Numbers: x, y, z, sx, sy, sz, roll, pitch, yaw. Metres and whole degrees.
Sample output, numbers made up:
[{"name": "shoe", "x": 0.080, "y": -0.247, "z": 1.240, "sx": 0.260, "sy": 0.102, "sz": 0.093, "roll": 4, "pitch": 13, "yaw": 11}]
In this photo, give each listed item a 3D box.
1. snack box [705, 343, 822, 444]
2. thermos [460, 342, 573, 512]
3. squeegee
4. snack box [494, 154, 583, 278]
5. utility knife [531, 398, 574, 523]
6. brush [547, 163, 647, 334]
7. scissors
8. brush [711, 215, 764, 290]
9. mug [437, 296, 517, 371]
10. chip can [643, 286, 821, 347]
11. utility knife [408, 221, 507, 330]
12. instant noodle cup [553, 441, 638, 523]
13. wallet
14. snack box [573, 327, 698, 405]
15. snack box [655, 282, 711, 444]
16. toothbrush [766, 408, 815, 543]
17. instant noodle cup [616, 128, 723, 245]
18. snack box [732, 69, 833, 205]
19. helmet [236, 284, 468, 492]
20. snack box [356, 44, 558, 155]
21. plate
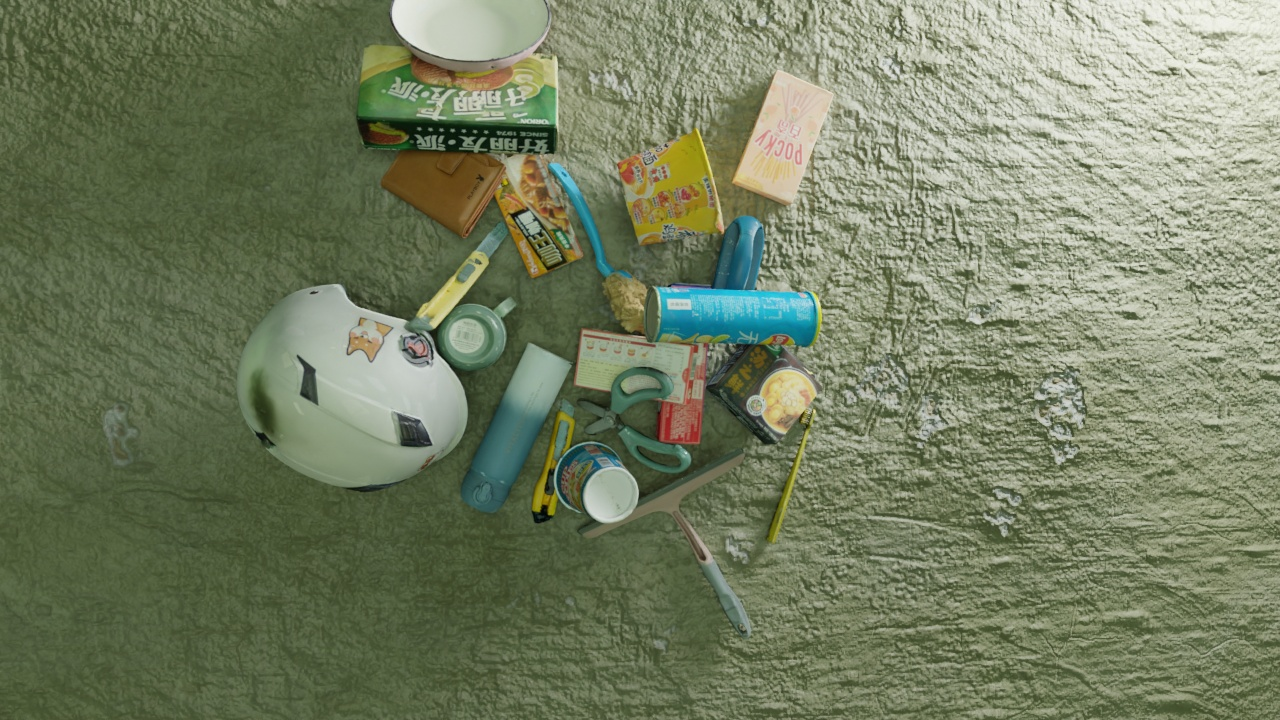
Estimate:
[{"name": "snack box", "x": 0.167, "y": 0.027, "z": 1.203, "sx": 0.113, "sy": 0.053, "sz": 0.125, "roll": 43, "pitch": 76, "yaw": -8}, {"name": "thermos", "x": -0.161, "y": 0.087, "z": 1.175, "sx": 0.070, "sy": 0.070, "sz": 0.220, "roll": 25, "pitch": 89, "yaw": -7}, {"name": "squeegee", "x": 0.084, "y": 0.266, "z": 1.227, "sx": 0.248, "sy": 0.040, "sz": 0.249, "roll": -28, "pitch": 101, "yaw": 12}, {"name": "snack box", "x": -0.137, "y": -0.190, "z": 1.183, "sx": 0.075, "sy": 0.026, "sz": 0.154, "roll": -24, "pitch": 95, "yaw": -4}, {"name": "utility knife", "x": -0.114, "y": 0.134, "z": 1.208, "sx": 0.033, "sy": 0.015, "sz": 0.170, "roll": 13, "pitch": 91, "yaw": -10}, {"name": "brush", "x": -0.049, "y": -0.144, "z": 1.179, "sx": 0.046, "sy": 0.083, "sz": 0.254, "roll": -29, "pitch": 88, "yaw": 29}, {"name": "scissors", "x": -0.003, "y": 0.065, "z": 1.157, "sx": 0.170, "sy": 0.019, "sz": 0.181, "roll": 27, "pitch": 130, "yaw": 15}, {"name": "brush", "x": 0.126, "y": -0.118, "z": 1.193, "sx": 0.055, "sy": 0.073, "sz": 0.144, "roll": 13, "pitch": 93, "yaw": 1}, {"name": "mug", "x": -0.199, "y": -0.038, "z": 1.144, "sx": 0.111, "sy": 0.106, "sz": 0.082, "roll": -42, "pitch": 96, "yaw": -4}, {"name": "chip can", "x": 0.113, "y": -0.053, "z": 1.135, "sx": 0.210, "sy": 0.071, "sz": 0.071, "roll": 1, "pitch": 93, "yaw": -13}, {"name": "utility knife", "x": -0.217, "y": -0.105, "z": 1.128, "sx": 0.031, "sy": 0.022, "sz": 0.211, "roll": 36, "pitch": 46, "yaw": -7}, {"name": "instant noodle cup", "x": -0.051, "y": 0.159, "z": 1.162, "sx": 0.099, "sy": 0.110, "sz": 0.099, "roll": -1, "pitch": 94, "yaw": -17}, {"name": "wallet", "x": -0.246, "y": -0.231, "z": 1.152, "sx": 0.132, "sy": 0.031, "sz": 0.108, "roll": 33, "pitch": 90, "yaw": 9}, {"name": "snack box", "x": -0.007, "y": 0.007, "z": 1.172, "sx": 0.156, "sy": 0.027, "sz": 0.077, "roll": 10, "pitch": 95, "yaw": 22}, {"name": "snack box", "x": 0.057, "y": 0.004, "z": 1.201, "sx": 0.058, "sy": 0.057, "sz": 0.207, "roll": 4, "pitch": 93, "yaw": -4}, {"name": "toothbrush", "x": 0.202, "y": 0.156, "z": 1.245, "sx": 0.016, "sy": 0.015, "sz": 0.190, "roll": 17, "pitch": 91, "yaw": -3}, {"name": "instant noodle cup", "x": 0.035, "y": -0.210, "z": 1.153, "sx": 0.110, "sy": 0.138, "sz": 0.138, "roll": -15, "pitch": 95, "yaw": 2}, {"name": "snack box", "x": 0.188, "y": -0.294, "z": 1.214, "sx": 0.084, "sy": 0.026, "sz": 0.157, "roll": 21, "pitch": 90, "yaw": -7}, {"name": "helmet", "x": -0.352, "y": 0.053, "z": 1.070, "sx": 0.274, "sy": 0.156, "sz": 0.231, "roll": 39, "pitch": 118, "yaw": -7}, {"name": "snack box", "x": -0.220, "y": -0.319, "z": 1.128, "sx": 0.240, "sy": 0.063, "sz": 0.114, "roll": 1, "pitch": 64, "yaw": -6}, {"name": "plate", "x": -0.206, "y": -0.410, "z": 1.121, "sx": 0.192, "sy": 0.039, "sz": 0.192, "roll": 3, "pitch": 55, "yaw": -5}]
